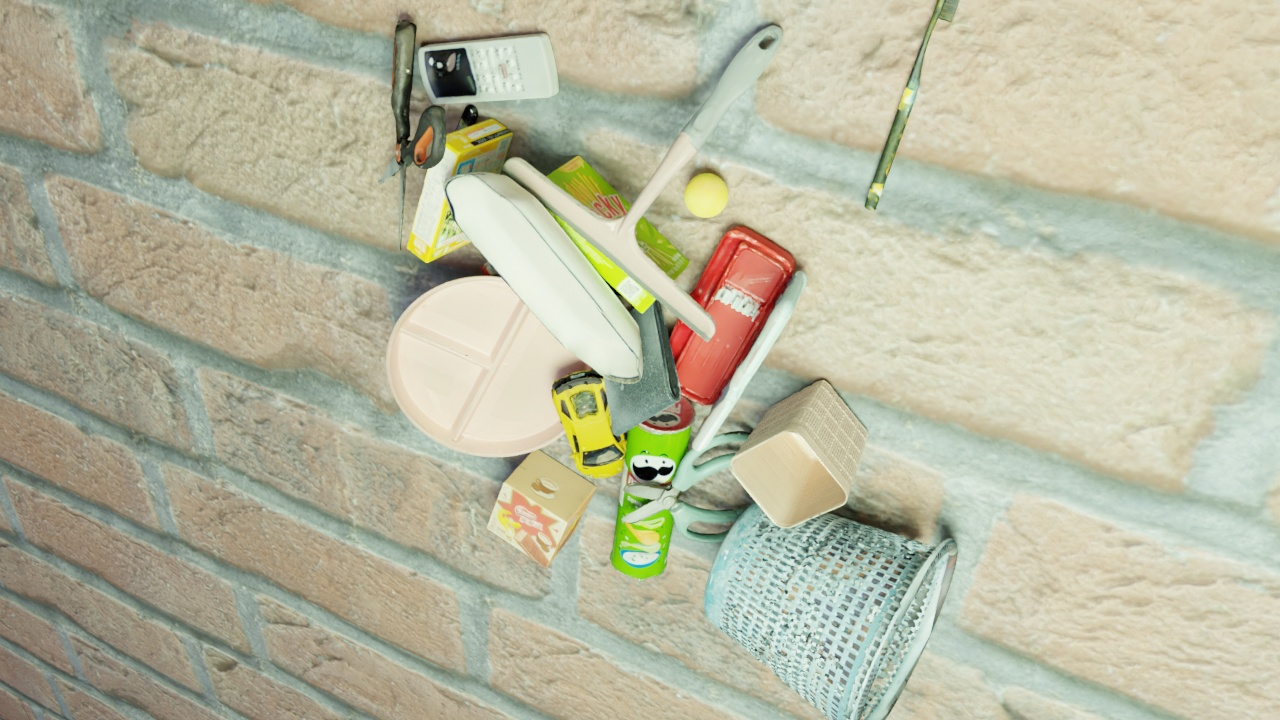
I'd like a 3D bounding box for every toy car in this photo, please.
[{"bbox_3d":[-0.051,0.075,1.028,0.071,0.041,0.156,-13,124,1],"label":"toy car"}]

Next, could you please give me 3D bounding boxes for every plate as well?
[{"bbox_3d":[-0.085,-0.083,0.891,0.266,0.034,0.162,50,159,-20],"label":"plate"},{"bbox_3d":[-0.165,0.007,1.021,0.229,0.028,0.230,-1,119,-2],"label":"plate"}]

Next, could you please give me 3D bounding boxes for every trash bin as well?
[{"bbox_3d":[0.182,0.241,0.931,0.195,0.225,0.227,25,129,29],"label":"trash bin"}]

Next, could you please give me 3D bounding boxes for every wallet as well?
[{"bbox_3d":[-0.006,0.006,0.948,0.097,0.019,0.120,-32,59,40],"label":"wallet"}]

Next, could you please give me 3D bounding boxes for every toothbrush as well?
[{"bbox_3d":[0.218,-0.204,0.743,0.017,0.012,0.186,17,126,6],"label":"toothbrush"}]

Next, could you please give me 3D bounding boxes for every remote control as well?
[{"bbox_3d":[-0.150,-0.282,0.892,0.150,0.021,0.058,4,120,26],"label":"remote control"}]

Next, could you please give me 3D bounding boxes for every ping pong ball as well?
[{"bbox_3d":[0.060,-0.152,0.844,0.040,0.040,0.040,14,125,21],"label":"ping pong ball"}]

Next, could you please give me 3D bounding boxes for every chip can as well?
[{"bbox_3d":[0.010,0.146,1.039,0.072,0.072,0.236,20,127,17],"label":"chip can"}]

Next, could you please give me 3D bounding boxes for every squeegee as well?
[{"bbox_3d":[0.037,-0.182,0.787,0.247,0.040,0.250,40,109,1],"label":"squeegee"}]

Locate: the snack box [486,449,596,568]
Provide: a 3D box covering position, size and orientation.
[{"bbox_3d":[-0.123,0.181,1.130,0.093,0.076,0.095,32,129,8],"label":"snack box"}]

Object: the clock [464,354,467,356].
[{"bbox_3d":[-0.237,0.022,1.108,0.162,0.056,0.116,-34,99,39],"label":"clock"}]

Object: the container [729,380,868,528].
[{"bbox_3d":[0.158,0.086,0.893,0.090,0.110,0.090,-34,99,39],"label":"container"}]

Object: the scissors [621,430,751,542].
[{"bbox_3d":[0.070,0.133,0.989,0.170,0.019,0.181,20,116,-27],"label":"scissors"}]

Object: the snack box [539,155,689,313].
[{"bbox_3d":[-0.031,-0.123,0.884,0.156,0.085,0.026,44,132,-1],"label":"snack box"}]

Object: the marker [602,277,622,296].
[{"bbox_3d":[-0.062,-0.085,0.972,0.124,0.015,0.018,13,126,19],"label":"marker"}]

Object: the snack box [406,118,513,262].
[{"bbox_3d":[-0.185,-0.172,0.936,0.034,0.086,0.141,36,130,13],"label":"snack box"}]

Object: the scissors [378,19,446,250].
[{"bbox_3d":[-0.235,-0.224,0.912,0.234,0.021,0.221,2,94,61],"label":"scissors"}]

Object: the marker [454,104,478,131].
[{"bbox_3d":[-0.196,-0.216,0.965,0.018,0.015,0.124,36,127,3],"label":"marker"}]

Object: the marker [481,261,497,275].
[{"bbox_3d":[-0.114,-0.113,0.980,0.146,0.017,0.017,-12,113,34],"label":"marker"}]

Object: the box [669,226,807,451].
[{"bbox_3d":[0.077,-0.017,0.882,0.102,0.100,0.202,32,129,7],"label":"box"}]
